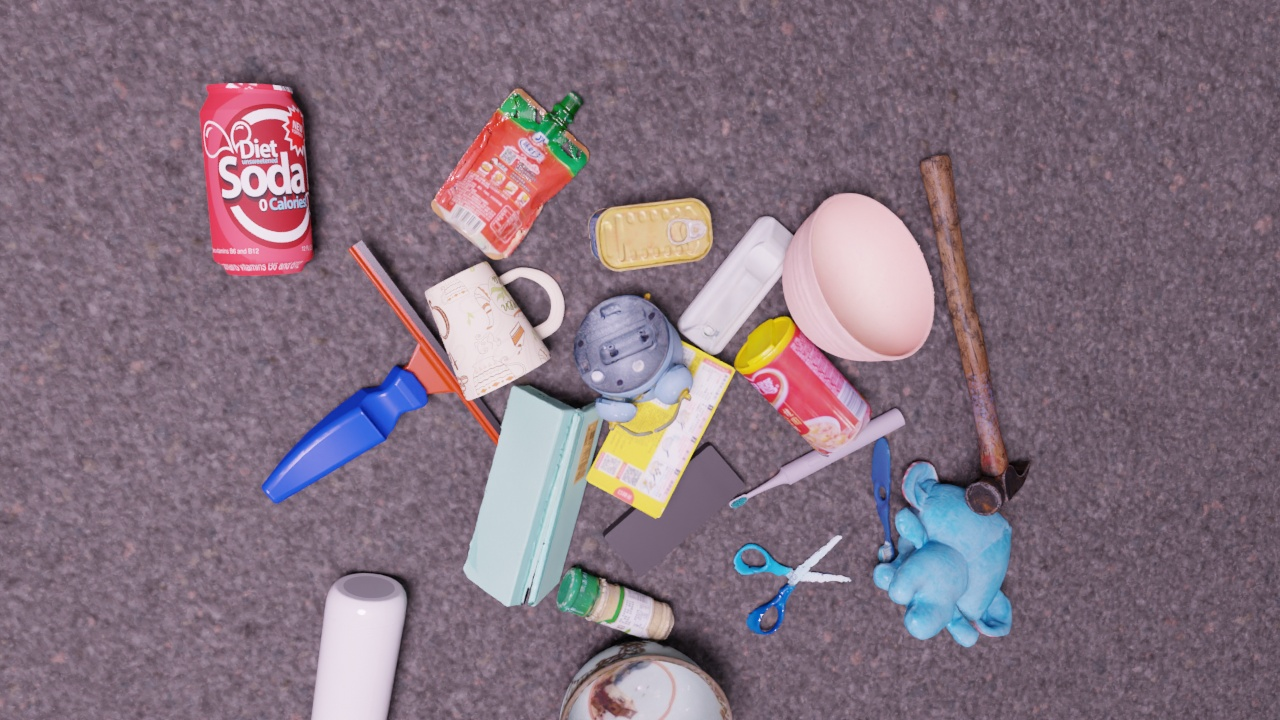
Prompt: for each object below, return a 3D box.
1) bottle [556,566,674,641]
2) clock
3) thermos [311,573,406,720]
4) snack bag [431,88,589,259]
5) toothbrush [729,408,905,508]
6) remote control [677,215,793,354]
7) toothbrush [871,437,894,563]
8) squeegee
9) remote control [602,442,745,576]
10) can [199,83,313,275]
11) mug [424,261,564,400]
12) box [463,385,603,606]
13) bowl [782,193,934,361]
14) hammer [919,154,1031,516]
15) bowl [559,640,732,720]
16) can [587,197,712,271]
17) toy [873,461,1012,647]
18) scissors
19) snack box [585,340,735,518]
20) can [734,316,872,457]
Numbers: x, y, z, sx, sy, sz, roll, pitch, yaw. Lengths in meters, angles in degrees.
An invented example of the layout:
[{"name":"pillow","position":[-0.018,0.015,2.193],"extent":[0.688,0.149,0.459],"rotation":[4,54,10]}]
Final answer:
[{"name":"bottle","position":[-0.023,0.231,0.863],"extent":[0.110,0.042,0.043],"rotation":[25,95,-15]},{"name":"clock","position":[-0.005,0.005,0.790],"extent":[0.089,0.051,0.124],"rotation":[-23,67,15]},{"name":"thermos","position":[-0.250,0.313,0.806],"extent":[0.068,0.101,0.230],"rotation":[5,101,-32]},{"name":"snack bag","position":[-0.102,-0.165,0.776],"extent":[0.087,0.044,0.155],"rotation":[39,87,-20]},{"name":"toothbrush","position":[0.169,0.096,0.883],"extent":[0.188,0.019,0.018],"rotation":[-27,106,-5]},{"name":"remote control","position":[0.091,-0.068,0.836],"extent":[0.050,0.022,0.133],"rotation":[38,92,-15]},{"name":"toothbrush","position":[0.240,0.140,0.906],"extent":[0.016,0.021,0.132],"rotation":[-18,107,-43]},{"name":"squeegee","position":[-0.238,0.054,0.780],"extent":[0.184,0.055,0.249],"rotation":[-40,114,-16]},{"name":"remote control","position":[0.032,0.141,0.869],"extent":[0.133,0.013,0.058],"rotation":[-40,105,-1]},{"name":"can","position":[-0.301,-0.141,0.722],"extent":[0.074,0.074,0.142],"rotation":[-2,101,-10]},{"name":"mug","position":[-0.118,-0.037,0.785],"extent":[0.121,0.081,0.097],"rotation":[-30,98,-26]},{"name":"box","position":[-0.082,0.120,0.826],"extent":[0.091,0.077,0.188],"rotation":[3,106,-51]},{"name":"bowl","position":[0.181,-0.064,0.814],"extent":[0.152,0.076,0.152],"rotation":[12,68,-31]},{"name":"hammer","position":[0.312,-0.030,0.866],"extent":[0.119,0.033,0.330],"rotation":[-20,99,-51]},{"name":"bowl","position":[-0.004,0.327,0.857],"extent":[0.160,0.094,0.160],"rotation":[-2,101,-10]},{"name":"can","position":[0.007,-0.110,0.793],"extent":[0.099,0.059,0.054],"rotation":[-8,102,-9]},{"name":"toy","position":[0.278,0.198,0.868],"extent":[0.180,0.115,0.183],"rotation":[-28,90,-42]},{"name":"scissors","position":[0.150,0.224,0.910],"extent":[0.130,0.014,0.117],"rotation":[5,96,-16]},{"name":"snack box","position":[0.018,0.058,0.826],"extent":[0.075,0.025,0.152],"rotation":[28,86,2]},{"name":"can","position":[0.149,0.023,0.841],"extent":[0.066,0.066,0.124],"rotation":[-45,105,0]}]
